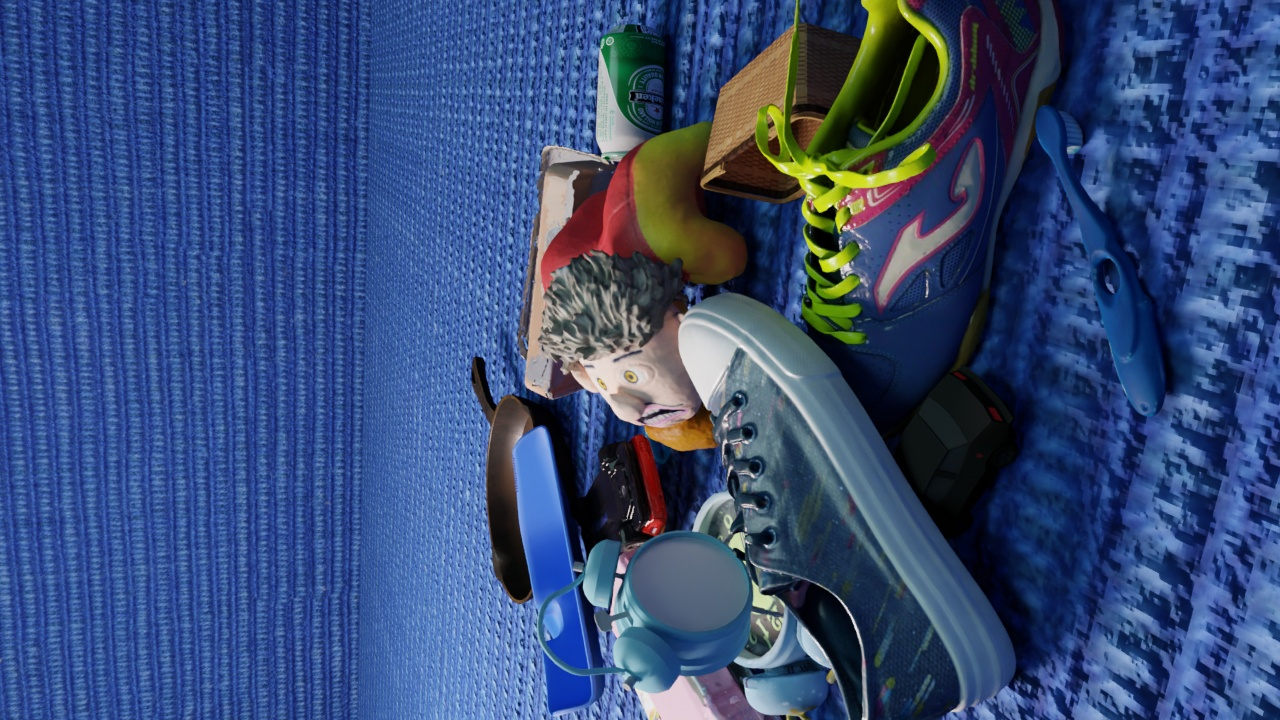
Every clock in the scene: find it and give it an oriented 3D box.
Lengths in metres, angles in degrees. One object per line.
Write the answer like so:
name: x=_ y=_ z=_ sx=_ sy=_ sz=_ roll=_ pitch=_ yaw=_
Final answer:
clock: x=0.006 y=0.131 z=0.479 sx=0.087 sy=0.123 sz=0.042 roll=-121 pitch=29 yaw=-42
clock: x=0.086 y=0.135 z=0.524 sx=0.162 sy=0.060 sz=0.118 roll=61 pitch=142 yaw=41

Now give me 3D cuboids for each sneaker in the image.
sneaker: x=0.104 y=-0.063 z=0.433 sx=0.116 sy=0.091 sz=0.242 roll=51 pitch=137 yaw=51
sneaker: x=0.075 y=0.067 z=0.441 sx=0.235 sy=0.079 sz=0.088 roll=57 pitch=161 yaw=23

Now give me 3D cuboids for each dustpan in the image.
dustpan: x=-0.072 y=0.230 z=0.850 sx=0.258 sy=0.059 sz=0.245 roll=79 pitch=177 yaw=-57

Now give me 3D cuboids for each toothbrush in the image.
toothbrush: x=0.180 y=-0.042 z=0.358 sx=0.021 sy=0.016 sz=0.132 roll=138 pitch=124 yaw=-61

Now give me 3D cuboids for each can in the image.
can: x=-0.008 y=-0.212 z=0.731 sx=0.053 sy=0.053 sz=0.101 roll=-163 pitch=74 yaw=-65

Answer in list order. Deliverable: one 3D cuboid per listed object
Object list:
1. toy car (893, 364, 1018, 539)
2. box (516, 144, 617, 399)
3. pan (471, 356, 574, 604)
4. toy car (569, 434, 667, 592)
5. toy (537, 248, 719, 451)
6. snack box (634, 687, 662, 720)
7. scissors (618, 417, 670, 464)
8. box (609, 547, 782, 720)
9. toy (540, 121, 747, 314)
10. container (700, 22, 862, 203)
toy car: x=0.139 y=0.048 z=0.426 sx=0.042 sy=0.036 sz=0.092 roll=-118 pitch=35 yaw=-46
box: x=-0.073 y=-0.078 z=0.837 sx=0.107 sy=0.095 sz=0.217 roll=-57 pitch=-22 yaw=-66
pan: x=-0.144 y=0.112 z=1.066 sx=0.355 sy=0.043 sz=0.249 roll=-118 pitch=35 yaw=-46
toy car: x=-0.016 y=0.131 z=0.751 sx=0.190 sy=0.056 sz=0.081 roll=114 pitch=146 yaw=-57
toy: x=-0.004 y=0.004 z=0.620 sx=0.133 sy=0.176 sz=0.076 roll=-11 pitch=36 yaw=48
snack box: x=0.028 y=0.213 z=0.697 sx=0.075 sy=0.025 sz=0.152 roll=-125 pitch=41 yaw=-51
scissors: x=0.002 y=0.026 z=0.773 sx=0.133 sy=0.015 sz=0.103 roll=-132 pitch=42 yaw=-62
box: x=0.049 y=0.231 z=0.603 sx=0.232 sy=0.046 sz=0.098 roll=52 pitch=147 yaw=41
toy: x=-0.007 y=-0.082 z=0.689 sx=0.217 sy=0.098 sz=0.147 roll=-33 pitch=53 yaw=57
container: x=0.085 y=-0.137 z=0.518 sx=0.114 sy=0.063 sz=0.061 roll=159 pitch=115 yaw=-65
